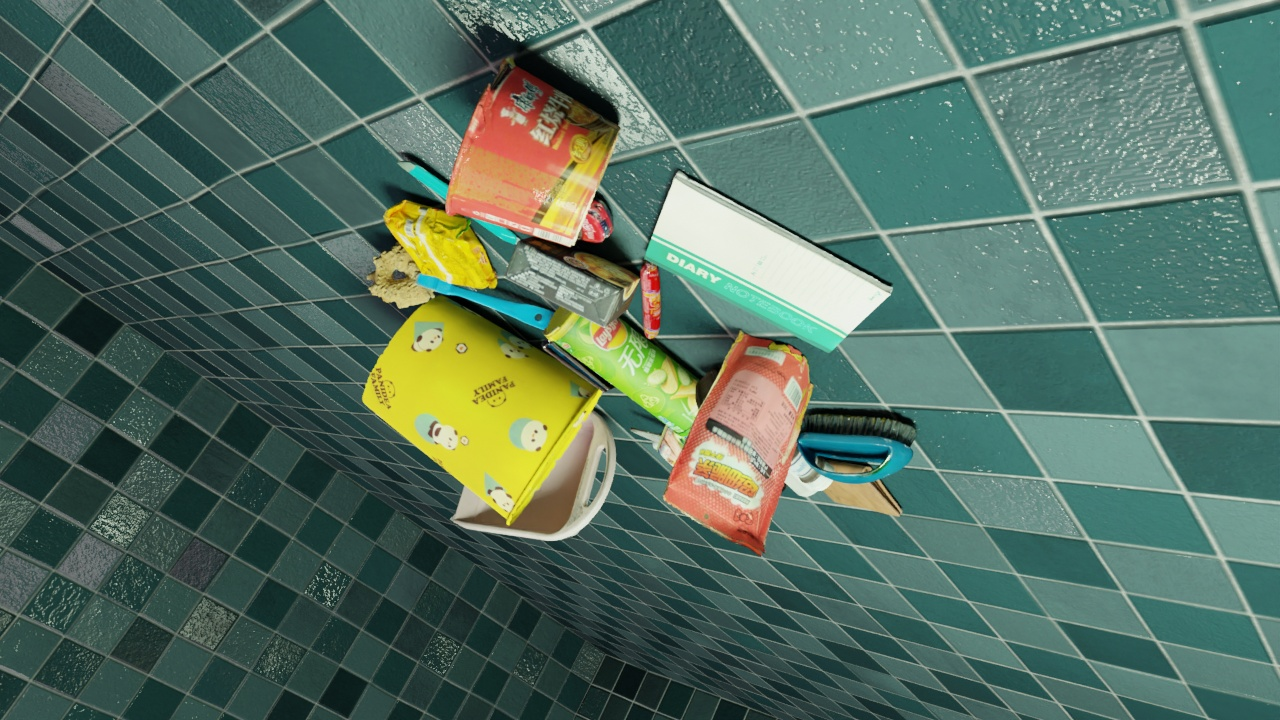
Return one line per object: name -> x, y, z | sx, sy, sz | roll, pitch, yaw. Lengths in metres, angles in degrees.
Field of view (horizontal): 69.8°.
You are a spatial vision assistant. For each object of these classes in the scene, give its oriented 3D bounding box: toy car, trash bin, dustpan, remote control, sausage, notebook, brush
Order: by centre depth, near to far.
notebook -> 0.109, -0.083, 0.845 | 0.209, 0.012, 0.151 | 28, 157, 1
toy car -> -0.084, -0.143, 0.897 | 0.121, 0.045, 0.053 | 14, 154, 26
sausage -> 0.012, -0.062, 0.984 | 0.020, 0.020, 0.156 | 23, 156, 13
brush -> 0.229, 0.098, 0.996 | 0.055, 0.073, 0.144 | 34, 158, -34
remote control -> 0.170, 0.120, 1.139 | 0.125, 0.024, 0.049 | 43, 156, 6
brush -> -0.227, -0.085, 1.156 | 0.255, 0.083, 0.046 | 17, 178, 10
trash bin -> -0.214, 0.056, 1.240 | 0.255, 0.229, 0.230 | 34, 157, 2
dustpan -> -0.160, 0.157, 1.385 | 0.273, 0.222, 0.139 | 9, 165, 12

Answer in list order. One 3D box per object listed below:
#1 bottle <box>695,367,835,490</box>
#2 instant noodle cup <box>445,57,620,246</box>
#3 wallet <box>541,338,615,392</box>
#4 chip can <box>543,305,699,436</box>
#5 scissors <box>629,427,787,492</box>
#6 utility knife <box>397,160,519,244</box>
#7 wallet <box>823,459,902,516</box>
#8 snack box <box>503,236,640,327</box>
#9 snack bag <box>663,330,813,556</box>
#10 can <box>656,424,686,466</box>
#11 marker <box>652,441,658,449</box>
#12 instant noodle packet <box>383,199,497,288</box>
bottle -> 0.148, 0.086, 1.065 | 0.195, 0.079, 0.044 | 37, 111, -19
instant noodle cup -> -0.086, -0.162, 0.760 | 0.108, 0.137, 0.138 | 23, 157, -7
wallet -> -0.069, 0.005, 1.125 | 0.096, 0.020, 0.122 | 35, -174, 5
chip can -> -0.006, 0.006, 1.075 | 0.221, 0.072, 0.073 | 37, 155, -19
scissors -> 0.093, 0.117, 1.236 | 0.235, 0.021, 0.125 | 28, 147, -2
utility knife -> -0.188, -0.168, 1.002 | 0.171, 0.013, 0.029 | 35, 158, -22
wallet -> 0.262, 0.157, 1.149 | 0.101, 0.020, 0.115 | 6, 149, 47
snack box -> -0.065, -0.083, 0.939 | 0.113, 0.053, 0.125 | 27, -162, 5
snack bag -> 0.106, 0.078, 0.926 | 0.128, 0.207, 0.073 | 36, 151, -18
can -> 0.072, 0.111, 1.179 | 0.083, 0.057, 0.102 | 42, 147, 17
marker -> 0.047, 0.107, 1.287 | 0.022, 0.018, 0.131 | 42, 154, -8
instant noodle packet -> -0.232, -0.135, 1.075 | 0.111, 0.044, 0.128 | 14, 157, 16
